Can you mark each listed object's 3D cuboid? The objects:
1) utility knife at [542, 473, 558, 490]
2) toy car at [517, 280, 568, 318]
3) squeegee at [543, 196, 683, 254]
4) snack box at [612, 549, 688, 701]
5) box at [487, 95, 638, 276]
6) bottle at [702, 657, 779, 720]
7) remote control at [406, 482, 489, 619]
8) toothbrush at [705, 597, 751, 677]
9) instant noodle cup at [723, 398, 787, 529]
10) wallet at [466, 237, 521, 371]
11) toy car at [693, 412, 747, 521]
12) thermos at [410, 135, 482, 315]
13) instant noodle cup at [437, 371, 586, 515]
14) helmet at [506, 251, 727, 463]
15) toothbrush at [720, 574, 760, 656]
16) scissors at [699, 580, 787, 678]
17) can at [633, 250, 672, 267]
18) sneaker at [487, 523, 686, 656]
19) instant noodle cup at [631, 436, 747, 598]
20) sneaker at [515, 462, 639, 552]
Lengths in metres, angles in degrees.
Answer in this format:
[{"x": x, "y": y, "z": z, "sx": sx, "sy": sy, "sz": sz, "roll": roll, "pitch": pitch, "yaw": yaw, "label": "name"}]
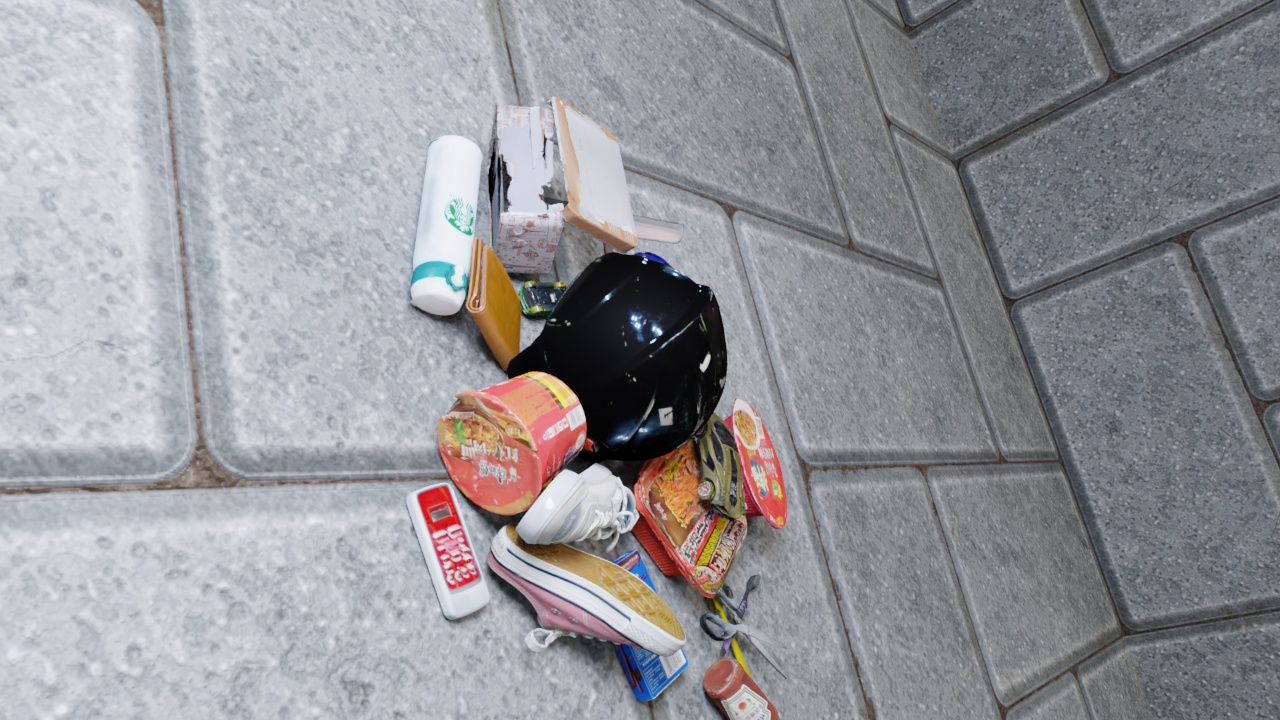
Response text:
[{"x": -0.140, "y": 0.104, "z": 1.063, "sx": 0.164, "sy": 0.015, "sz": 0.033, "roll": 48, "pitch": 36, "yaw": -21, "label": "utility knife"}, {"x": -0.121, "y": -0.077, "z": 1.175, "sx": 0.091, "sy": 0.036, "sz": 0.043, "roll": -2, "pitch": 72, "yaw": -53, "label": "toy car"}, {"x": -0.018, "y": -0.105, "z": 1.262, "sx": 0.040, "sy": 0.248, "sz": 0.250, "roll": -55, "pitch": 142, "yaw": -25, "label": "squeegee"}, {"x": -0.003, "y": 0.315, "z": 1.100, "sx": 0.084, "sy": 0.026, "sz": 0.157, "roll": -22, "pitch": 87, "yaw": -54, "label": "snack box"}, {"x": -0.092, "y": -0.216, "z": 1.135, "sx": 0.181, "sy": 0.154, "sz": 0.182, "roll": 2, "pitch": 64, "yaw": -16, "label": "box"}, {"x": 0.156, "y": 0.470, "z": 1.180, "sx": 0.206, "sy": 0.060, "sz": 0.059, "roll": 54, "pitch": 37, "yaw": -17, "label": "bottle"}, {"x": -0.196, "y": 0.193, "z": 0.936, "sx": 0.055, "sy": 0.020, "sz": 0.136, "roll": -11, "pitch": 78, "yaw": -54, "label": "remote control"}, {"x": 0.129, "y": 0.399, "z": 1.227, "sx": 0.015, "sy": 0.017, "sz": 0.190, "roll": -18, "pitch": 85, "yaw": -55, "label": "toothbrush"}, {"x": 0.148, "y": 0.155, "z": 1.326, "sx": 0.194, "sy": 0.066, "sz": 0.193, "roll": 50, "pitch": 29, "yaw": -42, "label": "instant noodle cup"}, {"x": -0.167, "y": -0.070, "z": 1.069, "sx": 0.131, "sy": 0.035, "sz": 0.118, "roll": 71, "pitch": 11, "yaw": -58, "label": "wallet"}, {"x": 0.104, "y": 0.133, "z": 1.199, "sx": 0.070, "sy": 0.042, "sz": 0.158, "roll": 28, "pitch": 45, "yaw": -47, "label": "toy car"}, {"x": -0.223, "y": -0.156, "z": 1.063, "sx": 0.073, "sy": 0.073, "sz": 0.223, "roll": 28, "pitch": 49, "yaw": -40, "label": "thermos"}, {"x": -0.129, "y": 0.081, "z": 0.981, "sx": 0.108, "sy": 0.138, "sz": 0.138, "roll": -32, "pitch": 95, "yaw": -52, "label": "instant noodle cup"}, {"x": -0.007, "y": 0.006, "z": 1.102, "sx": 0.232, "sy": 0.230, "sz": 0.275, "roll": -47, "pitch": 136, "yaw": -38, "label": "helmet"}, {"x": 0.137, "y": 0.343, "z": 1.248, "sx": 0.014, "sy": 0.017, "sz": 0.188, "roll": 55, "pitch": 28, "yaw": -5, "label": "toothbrush"}, {"x": 0.136, "y": 0.353, "z": 1.214, "sx": 0.159, "sy": 0.014, "sz": 0.175, "roll": -2, "pitch": 61, "yaw": -53, "label": "scissors"}, {"x": 0.032, "y": -0.093, "z": 1.345, "sx": 0.148, "sy": 0.075, "sz": 0.049, "roll": 47, "pitch": 37, "yaw": -23, "label": "can"}, {"x": -0.066, "y": 0.267, "z": 0.998, "sx": 0.241, "sy": 0.088, "sz": 0.118, "roll": 30, "pitch": 14, "yaw": -12, "label": "sneaker"}, {"x": 0.051, "y": 0.197, "z": 1.193, "sx": 0.189, "sy": 0.079, "sz": 0.164, "roll": 56, "pitch": 36, "yaw": -13, "label": "instant noodle cup"}, {"x": -0.058, "y": 0.171, "z": 0.998, "sx": 0.091, "sy": 0.089, "sz": 0.242, "roll": 38, "pitch": 7, "yaw": 11, "label": "sneaker"}]
